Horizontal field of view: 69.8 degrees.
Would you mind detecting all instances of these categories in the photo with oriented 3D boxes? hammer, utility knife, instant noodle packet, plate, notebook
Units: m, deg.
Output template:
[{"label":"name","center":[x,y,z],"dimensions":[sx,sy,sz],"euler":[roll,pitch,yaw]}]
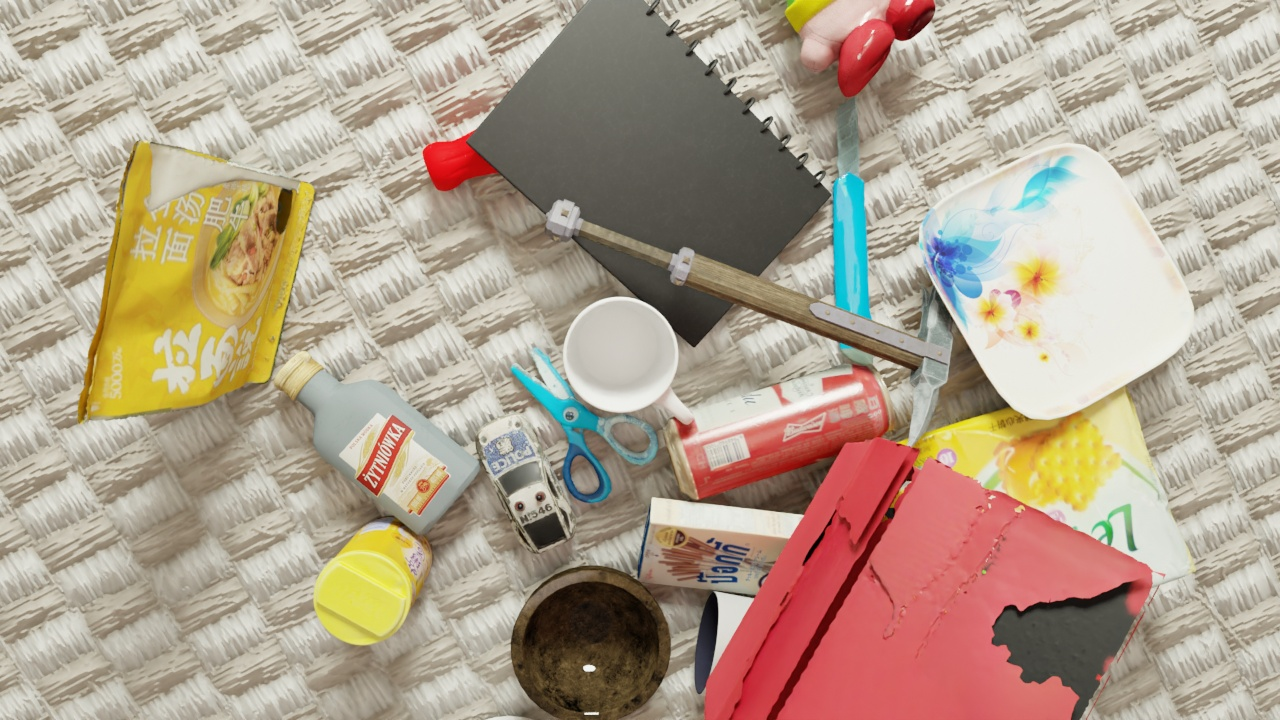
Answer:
[{"label":"hammer","center":[0.079,-0.047,0.670],"dimensions":[0.317,0.028,0.146],"euler":[20,64,-5]},{"label":"utility knife","center":[0.166,-0.099,0.719],"dimensions":[0.031,0.015,0.209],"euler":[-4,100,-6]},{"label":"instant noodle packet","center":[-0.295,-0.053,0.599],"dimensions":[0.084,0.221,0.163],"euler":[17,96,-8]},{"label":"plate","center":[0.314,-0.062,0.700],"dimensions":[0.186,0.016,0.187],"euler":[-26,83,-13]},{"label":"notebook","center":[0.014,-0.146,0.685],"dimensions":[0.231,0.019,0.169],"euler":[41,93,-17]}]

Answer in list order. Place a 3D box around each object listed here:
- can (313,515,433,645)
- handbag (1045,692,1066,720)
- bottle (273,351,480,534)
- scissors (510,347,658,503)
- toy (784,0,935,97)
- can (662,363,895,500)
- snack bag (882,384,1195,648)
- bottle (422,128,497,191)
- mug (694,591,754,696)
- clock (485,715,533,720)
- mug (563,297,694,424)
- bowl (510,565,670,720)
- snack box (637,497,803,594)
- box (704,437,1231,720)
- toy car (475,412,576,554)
[{"label":"can","center":[-0.195,0.160,0.683],"dimensions":[0.067,0.105,0.067],"euler":[0,96,-3]},{"label":"handbag","center":[0.261,0.256,0.734],"dimensions":[0.122,0.067,0.106],"euler":[-17,92,-2]},{"label":"bottle","center":[-0.206,0.057,0.702],"dimensions":[0.161,0.046,0.072],"euler":[41,93,-6]},{"label":"scissors","center":[-0.060,0.053,0.726],"dimensions":[0.141,0.014,0.090],"euler":[40,95,-9]},{"label":"toy","center":[0.146,-0.279,0.666],"dimensions":[0.124,0.097,0.131],"euler":[-45,74,-2]},{"label":"can","center":[0.105,0.053,0.706],"dimensions":[0.170,0.067,0.067],"euler":[-17,96,-1]},{"label":"snack bag","center":[0.284,0.118,0.711],"dimensions":[0.247,0.068,0.159],"euler":[-15,86,-2]},{"label":"bottle","center":[-0.102,-0.162,0.689],"dimensions":[0.119,0.036,0.036],"euler":[-20,96,-1]},{"label":"mug","center":[0.095,0.242,0.727],"dimensions":[0.097,0.078,0.112],"euler":[11,123,-4]},{"label":"clock","center":[-0.106,0.350,0.733],"dimensions":[0.161,0.073,0.125],"euler":[4,96,-10]},{"label":"mug","center":[-0.004,0.004,0.685],"dimensions":[0.114,0.087,0.081],"euler":[44,92,-6]},{"label":"bowl","center":[-0.039,0.215,0.721],"dimensions":[0.121,0.056,0.121],"euler":[0,96,-3]},{"label":"snack box","center":[0.076,0.149,0.714],"dimensions":[0.150,0.026,0.082],"euler":[8,134,-3]},{"label":"box","center":[0.131,0.158,0.527],"dimensions":[0.124,0.316,0.211],"euler":[32,86,-17]},{"label":"toy car","center":[-0.090,0.097,0.715],"dimensions":[0.048,0.040,0.113],"euler":[-25,96,-1]}]
